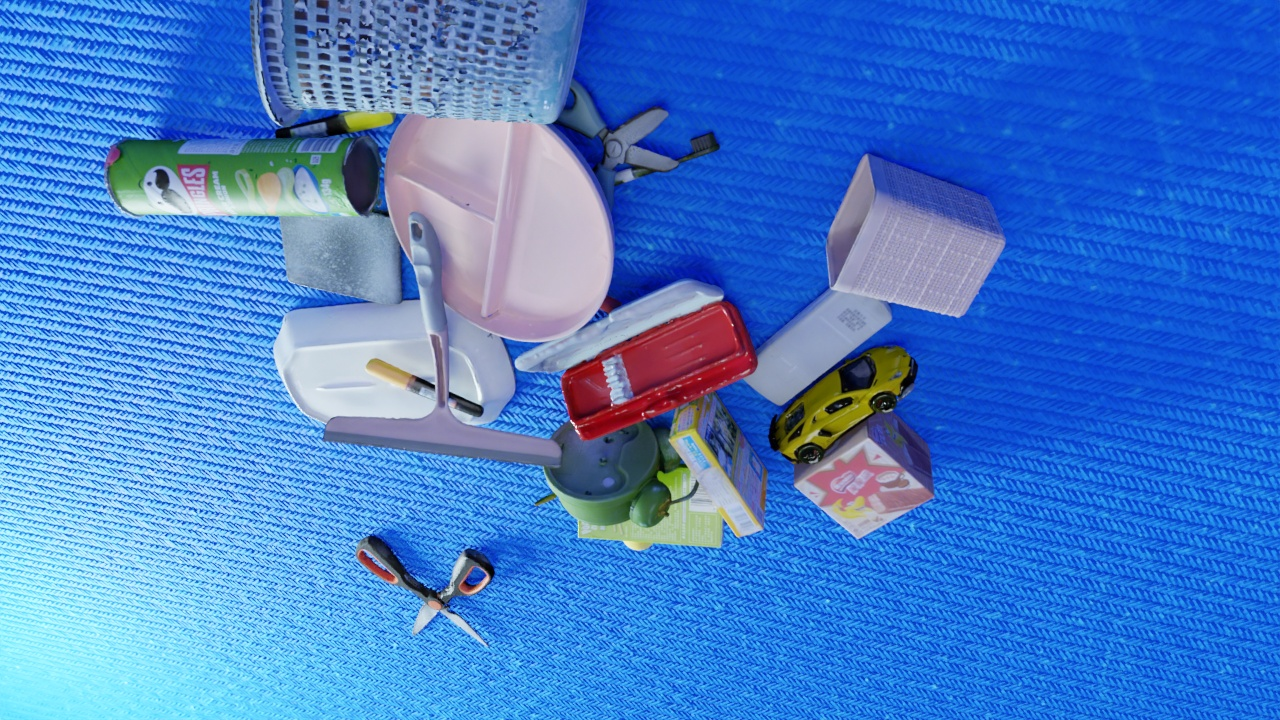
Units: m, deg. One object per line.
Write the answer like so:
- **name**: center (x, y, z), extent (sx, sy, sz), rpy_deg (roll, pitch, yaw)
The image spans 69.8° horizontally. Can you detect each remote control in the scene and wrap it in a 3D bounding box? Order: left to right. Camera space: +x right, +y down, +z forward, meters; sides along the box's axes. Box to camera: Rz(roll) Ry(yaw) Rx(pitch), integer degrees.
- **remote control**: center (0.159, -0.017, 0.843), extent (0.058, 0.021, 0.150), rpy_deg (37, 124, -15)

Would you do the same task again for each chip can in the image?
- **chip can**: center (-0.348, -0.162, 0.810), extent (0.236, 0.072, 0.072), rpy_deg (2, 126, 12)

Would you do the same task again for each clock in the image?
- **clock**: center (-0.020, 0.110, 0.918), extent (0.161, 0.115, 0.056), rpy_deg (4, 137, 13)

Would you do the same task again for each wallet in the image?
- **wallet**: center (-0.285, -0.108, 0.876), extent (0.121, 0.019, 0.097), rpy_deg (12, 125, 5)

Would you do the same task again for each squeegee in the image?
- **squeegee**: center (-0.192, -0.024, 0.857), extent (0.248, 0.040, 0.250), rpy_deg (6, 119, 9)

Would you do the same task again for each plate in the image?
- **plate**: center (-0.261, 0.016, 0.948), extent (0.266, 0.034, 0.162), rpy_deg (-3, 125, 14)
- **plate**: center (-0.120, -0.120, 0.790), extent (0.230, 0.028, 0.230), rpy_deg (16, 128, 21)

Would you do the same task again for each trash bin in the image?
- **trash bin**: center (-0.138, -0.256, 0.633), extent (0.195, 0.226, 0.227), rpy_deg (10, 128, -11)

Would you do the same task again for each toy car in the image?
- **toy car**: center (0.185, 0.037, 0.847), extent (0.041, 0.071, 0.156), rpy_deg (39, 122, -21)

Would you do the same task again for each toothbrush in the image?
- **toothbrush**: center (-0.021, -0.159, 0.785), extent (0.186, 0.012, 0.017), rpy_deg (-14, 115, 21)

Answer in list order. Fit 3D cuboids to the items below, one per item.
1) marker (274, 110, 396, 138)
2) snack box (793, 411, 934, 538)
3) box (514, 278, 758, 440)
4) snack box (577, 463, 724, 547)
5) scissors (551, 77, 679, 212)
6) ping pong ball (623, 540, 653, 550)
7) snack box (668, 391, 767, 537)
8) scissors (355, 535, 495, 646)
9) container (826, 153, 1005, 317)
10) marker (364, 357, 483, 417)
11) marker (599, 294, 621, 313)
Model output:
- **marker**: center (-0.268, -0.206, 0.802), extent (0.124, 0.015, 0.018), rpy_deg (-6, 138, 19)
- **snack box**: center (0.213, 0.100, 0.882), extent (0.094, 0.076, 0.093), rpy_deg (40, 124, -17)
- **box**: center (-0.006, 0.002, 0.842), extent (0.202, 0.100, 0.102), rpy_deg (-24, 80, 26)
- **snack box**: center (0.011, 0.150, 0.972), extent (0.156, 0.026, 0.086), rpy_deg (1, 97, 11)
- **scissors**: center (-0.063, -0.183, 0.764), extent (0.171, 0.019, 0.181), rpy_deg (-33, 105, 29)
- **ping pong ball**: center (-0.002, 0.190, 1.015), extent (0.040, 0.040, 0.040), rpy_deg (6, 126, 8)
- **snack box**: center (0.080, 0.095, 0.900), extent (0.034, 0.086, 0.140), rpy_deg (-20, 119, 24)
- **scissors**: center (-0.257, 0.288, 1.156), extent (0.222, 0.021, 0.233), rpy_deg (-32, 114, 34)
- **container**: center (0.218, -0.097, 0.734), extent (0.111, 0.089, 0.090), rpy_deg (15, 127, -4)
- **marker**: center (-0.214, 0.028, 0.915), extent (0.124, 0.015, 0.018), rpy_deg (24, 125, -9)
- **marker**: center (-0.083, -0.082, 0.851), extent (0.145, 0.017, 0.017), rpy_deg (29, 126, -9)
